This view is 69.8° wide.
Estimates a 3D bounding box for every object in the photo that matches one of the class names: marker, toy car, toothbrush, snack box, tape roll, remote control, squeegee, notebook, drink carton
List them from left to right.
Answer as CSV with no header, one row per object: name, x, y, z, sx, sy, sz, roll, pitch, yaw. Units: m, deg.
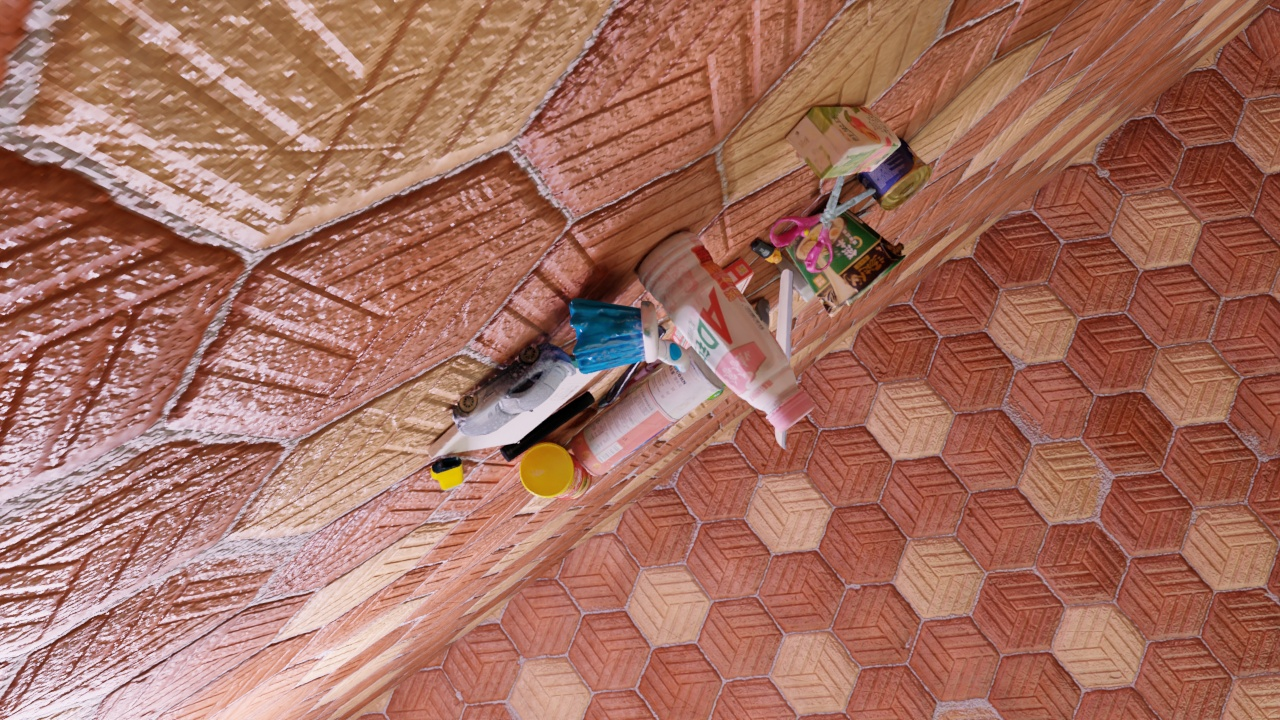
toy car,-0.114,0.030,0.830,0.121,0.036,0.054,-35,154,4
notebook,-0.120,0.046,0.962,0.150,0.012,0.209,-40,169,11
marker,-0.111,0.079,1.105,0.131,0.020,0.022,-34,179,-20
toothbrush,-0.007,0.007,1.147,0.018,0.015,0.182,-40,172,-42
tape roll,0.005,0.027,1.278,0.085,0.014,0.086,-36,169,-9
toothbrush,0.016,0.004,1.216,0.188,0.016,0.017,-39,159,7
snack box,0.085,-0.065,1.121,0.077,0.027,0.156,-34,168,-17
squeegee,0.175,-0.043,1.282,0.039,0.247,0.246,-1,-157,2
marker,0.150,-0.130,1.094,0.018,0.015,0.123,-45,166,13
remote control,0.212,-0.112,1.253,0.019,0.056,0.135,-40,168,9
snack box,0.244,-0.132,1.117,0.118,0.105,0.118,-42,-179,18
drink carton,0.182,-0.196,0.824,0.122,0.053,0.046,-22,162,-52

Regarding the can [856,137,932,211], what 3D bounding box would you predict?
can,0.308,-0.225,1.114,0.075,0.049,0.148,-42,168,20

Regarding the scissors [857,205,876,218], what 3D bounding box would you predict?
scissors,0.289,-0.193,1.280,0.173,0.014,0.141,-37,170,-6

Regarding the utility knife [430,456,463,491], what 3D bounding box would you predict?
utility knife,-0.208,0.125,0.991,0.033,0.015,0.197,-15,168,-14

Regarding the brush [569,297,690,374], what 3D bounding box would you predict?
brush,-0.002,-0.012,0.889,0.109,0.060,0.314,-5,172,0

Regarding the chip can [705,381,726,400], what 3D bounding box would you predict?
chip can,0.111,-0.005,1.331,0.072,0.072,0.236,-35,169,-14

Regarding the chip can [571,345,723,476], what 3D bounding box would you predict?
chip can,0.006,0.071,1.232,0.215,0.071,0.071,-38,170,17

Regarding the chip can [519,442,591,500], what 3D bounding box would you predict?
chip can,-0.115,0.161,1.292,0.073,0.073,0.217,-37,169,-4

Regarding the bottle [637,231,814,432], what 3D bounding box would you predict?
bottle,0.079,-0.023,0.824,0.068,0.197,0.068,-36,169,-8

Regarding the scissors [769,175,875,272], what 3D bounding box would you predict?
scissors,0.212,-0.155,1.046,0.133,0.124,0.017,-29,-147,-1
